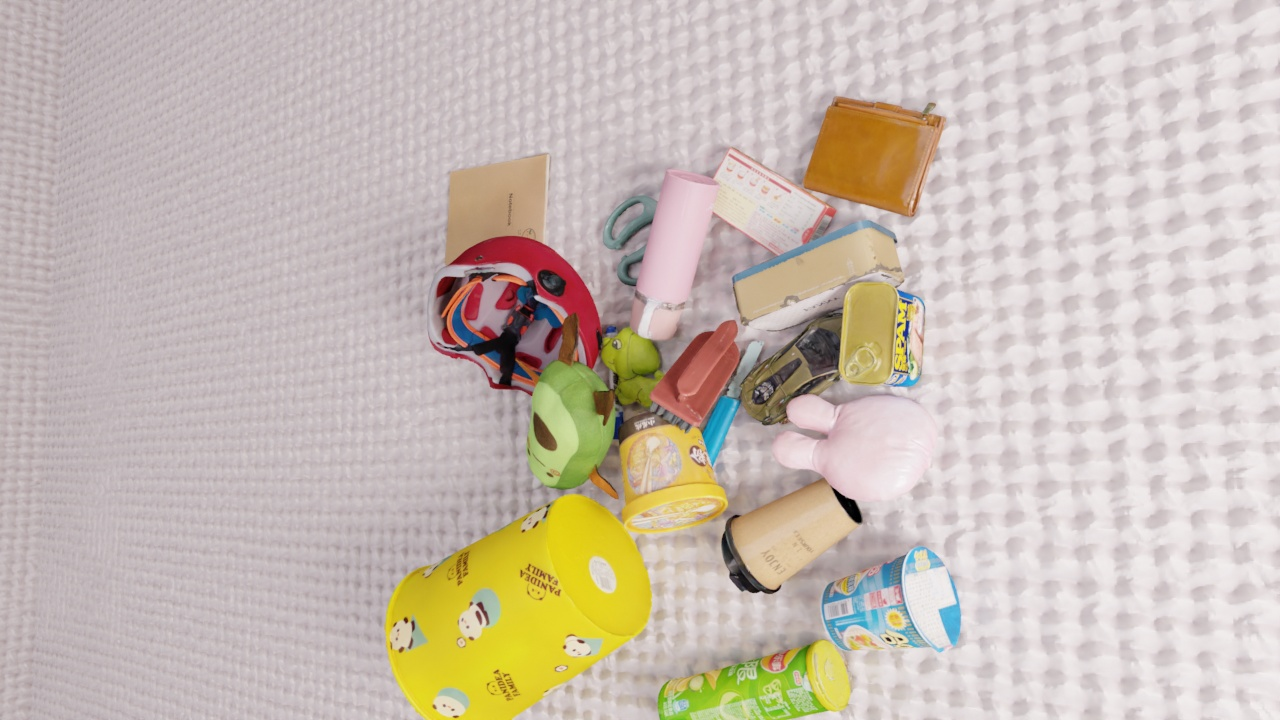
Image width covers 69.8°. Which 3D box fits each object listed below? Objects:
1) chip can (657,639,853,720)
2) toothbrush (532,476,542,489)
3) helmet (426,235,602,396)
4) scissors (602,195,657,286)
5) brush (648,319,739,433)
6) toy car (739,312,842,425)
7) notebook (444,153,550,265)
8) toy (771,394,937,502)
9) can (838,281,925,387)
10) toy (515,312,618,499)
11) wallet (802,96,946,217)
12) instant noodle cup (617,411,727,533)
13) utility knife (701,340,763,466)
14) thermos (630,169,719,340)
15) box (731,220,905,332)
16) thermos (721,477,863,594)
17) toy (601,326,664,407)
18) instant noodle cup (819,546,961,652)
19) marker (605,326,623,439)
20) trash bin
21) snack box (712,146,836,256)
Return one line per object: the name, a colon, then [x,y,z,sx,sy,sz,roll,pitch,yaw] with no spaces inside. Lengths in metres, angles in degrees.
chip can: [0.117,0.363,0.998,0.222,0.072,0.072,-27,70,33]
toothbrush: [-0.100,0.105,1.228,0.016,0.016,0.180,47,116,33]
helmet: [-0.143,-0.064,1.187,0.240,0.143,0.208,31,137,1]
scissors: [0.028,-0.159,1.149,0.180,0.019,0.143,-22,72,33]
brush: [0.070,0.011,1.028,0.063,0.145,0.069,32,137,8]
toy car: [0.176,0.009,1.004,0.158,0.042,0.070,-42,63,24]
notebook: [-0.213,-0.218,1.347,0.208,0.008,0.147,1,87,38]
toy: [0.218,0.082,0.935,0.160,0.054,0.121,13,61,30]
can: [0.246,-0.024,0.923,0.057,0.083,0.102,3,88,38]
toy: [-0.085,0.072,1.088,0.227,0.089,0.247,56,148,29]
wallet: [0.247,-0.225,0.971,0.131,0.035,0.119,25,101,35]
instant noodle cup: [0.029,0.124,1.041,0.119,0.118,0.114,-30,58,32]
utility knife: [0.094,0.073,1.074,0.034,0.018,0.218,35,108,37]
thermos: [0.034,-0.120,1.081,0.067,0.087,0.199,20,110,11]
box: [0.192,-0.087,0.970,0.185,0.089,0.061,-23,71,32]
thermos: [0.159,0.183,0.975,0.143,0.093,0.093,-36,65,22]
toy: [-0.007,0.007,1.150,0.097,0.031,0.100,6,90,24]
instant noodle cup: [0.240,0.244,0.904,0.110,0.099,0.099,-26,70,40]
marker: [-0.032,0.029,1.178,0.017,0.016,0.145,-10,80,37]
trash bin: [-0.139,0.302,1.119,0.256,0.229,0.229,-35,66,24]
snack box: [0.143,-0.177,1.053,0.156,0.027,0.077,41,111,33]
